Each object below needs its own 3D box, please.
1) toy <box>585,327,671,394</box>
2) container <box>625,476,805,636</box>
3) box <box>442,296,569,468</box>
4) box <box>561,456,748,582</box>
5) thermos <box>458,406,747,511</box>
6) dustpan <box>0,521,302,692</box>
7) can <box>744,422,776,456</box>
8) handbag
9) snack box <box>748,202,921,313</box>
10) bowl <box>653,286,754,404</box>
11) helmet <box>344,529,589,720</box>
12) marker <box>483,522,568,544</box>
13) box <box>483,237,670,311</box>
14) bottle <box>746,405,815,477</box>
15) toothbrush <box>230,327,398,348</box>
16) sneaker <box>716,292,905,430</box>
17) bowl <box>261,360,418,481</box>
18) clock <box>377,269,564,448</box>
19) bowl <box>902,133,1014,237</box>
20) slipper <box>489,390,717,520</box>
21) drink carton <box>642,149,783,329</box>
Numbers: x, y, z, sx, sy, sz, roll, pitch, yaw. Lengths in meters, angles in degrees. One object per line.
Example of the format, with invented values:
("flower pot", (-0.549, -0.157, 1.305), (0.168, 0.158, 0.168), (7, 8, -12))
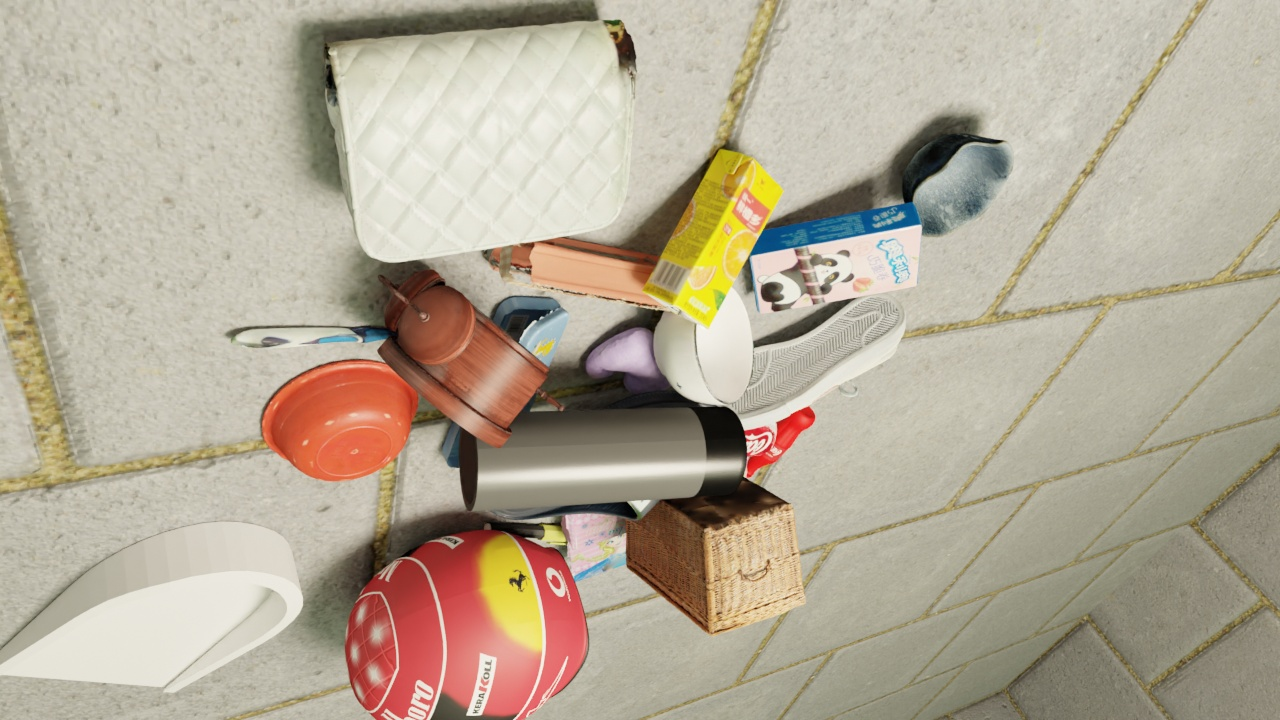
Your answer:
("toy", (-0.005, 0.005, 0.882), (0.080, 0.036, 0.099), (-28, 142, 15))
("container", (0.071, 0.185, 0.959), (0.113, 0.199, 0.113), (-11, 106, -26))
("box", (-0.116, 0.038, 0.824), (0.068, 0.059, 0.210), (-3, 137, -36))
("box", (0.019, 0.183, 1.086), (0.230, 0.035, 0.159), (-16, 129, -19))
("thermos", (-0.032, 0.084, 0.806), (0.240, 0.082, 0.082), (0, 136, -21))
("dustpan", (-0.438, 0.250, 0.856), (0.258, 0.053, 0.191), (-39, 143, 13))
("can", (0.094, 0.078, 1.014), (0.104, 0.064, 0.064), (-5, 137, -31))
("handbag", (-0.102, -0.148, 0.599), (0.194, 0.072, 0.139), (-13, 132, -22))
("snack box", (0.179, -0.093, 0.852), (0.154, 0.033, 0.088), (-10, 145, 7))
("bowl", (0.054, -0.014, 0.851), (0.063, 0.113, 0.113), (-4, 158, 33))
("helmet", (-0.193, 0.293, 0.961), (0.224, 0.197, 0.272), (1, 143, -36))
("marker", (-0.124, 0.196, 1.042), (0.123, 0.021, 0.018), (14, 170, -43))
("box", (-0.042, -0.078, 0.763), (0.187, 0.064, 0.056), (9, 93, -39))
("bottle", (0.162, 0.099, 1.111), (0.036, 0.036, 0.119), (10, 129, -42))
("toothbrush", (-0.219, -0.017, 0.718), (0.188, 0.017, 0.016), (-3, 137, -34))
("sneaker", (0.173, 0.019, 0.978), (0.242, 0.089, 0.091), (-28, 146, -5))
("bowl", (-0.246, 0.061, 0.770), (0.130, 0.045, 0.131), (-19, 143, -16))
("clock", (-0.138, -0.007, 0.684), (0.072, 0.120, 0.157), (-50, 121, -3))
("bowl", (0.285, -0.171, 0.855), (0.110, 0.055, 0.111), (-19, 143, -16))
("slipper", (-0.037, 0.112, 0.907), (0.268, 0.083, 0.111), (-20, 135, 8))
("drink carton", (0.060, -0.100, 0.754), (0.058, 0.043, 0.134), (29, 89, -49))
